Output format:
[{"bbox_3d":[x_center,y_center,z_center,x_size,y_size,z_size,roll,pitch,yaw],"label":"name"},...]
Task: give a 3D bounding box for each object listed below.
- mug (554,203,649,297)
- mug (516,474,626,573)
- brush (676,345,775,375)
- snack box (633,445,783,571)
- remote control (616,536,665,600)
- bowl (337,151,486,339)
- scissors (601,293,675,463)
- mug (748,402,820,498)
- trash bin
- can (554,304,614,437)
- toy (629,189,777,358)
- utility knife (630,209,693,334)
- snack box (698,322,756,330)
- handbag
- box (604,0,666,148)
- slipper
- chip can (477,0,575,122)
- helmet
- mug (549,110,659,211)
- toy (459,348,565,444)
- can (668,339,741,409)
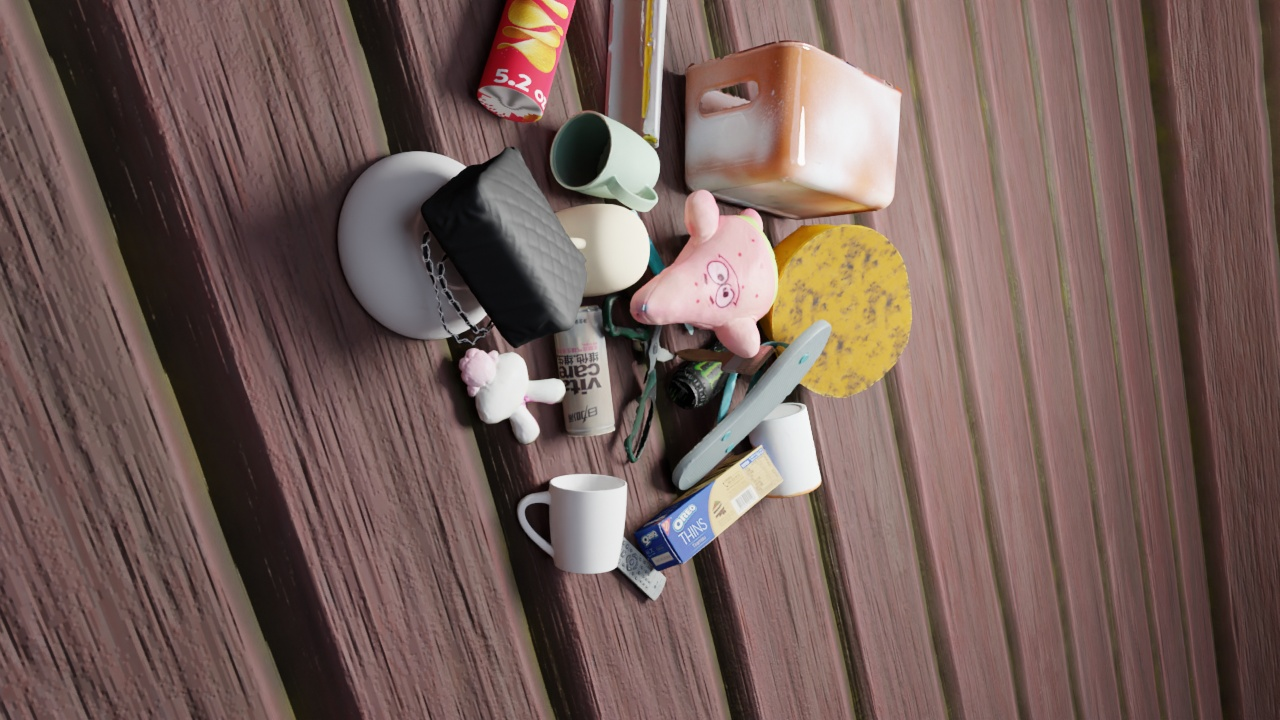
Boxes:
[{"bbox_3d":[-0.052,-0.117,0.956,0.120,0.100,0.096,-1,90,-44],"label":"mug"},{"bbox_3d":[-0.072,0.170,0.958,0.114,0.081,0.087,1,95,-13],"label":"mug"},{"bbox_3d":[0.091,-0.005,1.064,0.045,0.143,0.008,-46,119,-25],"label":"brush"},{"bbox_3d":[0.084,0.174,1.106,0.206,0.056,0.057,-30,88,-40],"label":"snack box"},{"bbox_3d":[-0.016,0.227,1.046,0.136,0.013,0.033,50,57,-32],"label":"remote control"},{"bbox_3d":[-0.185,-0.108,0.850,0.176,0.066,0.176,1,88,-44],"label":"bowl"},{"bbox_3d":[-0.006,0.006,1.021,0.203,0.015,0.201,36,65,-61],"label":"scissors"},{"bbox_3d":[0.186,0.117,1.198,0.082,0.082,0.105,-21,103,-43],"label":"mug"},{"bbox_3d":[0.189,-0.272,1.142,0.259,0.182,0.157,5,87,-45],"label":"trash bin"},{"bbox_3d":[-0.061,0.010,0.978,0.054,0.054,0.135,-11,97,-44],"label":"can"},{"bbox_3d":[0.079,-0.090,1.011,0.236,0.097,0.192,-25,98,-41],"label":"toy"},{"bbox_3d":[0.024,-0.101,1.089,0.022,0.015,0.176,-46,118,-35],"label":"utility knife"},{"bbox_3d":[0.102,-0.101,1.127,0.072,0.072,0.121,-8,95,-44],"label":"snack box"},{"bbox_3d":[-0.126,-0.099,0.818,0.154,0.115,0.124,56,31,-24],"label":"handbag"},{"bbox_3d":[0.002,-0.349,1.053,0.067,0.070,0.210,8,84,-64],"label":"box"},{"bbox_3d":[0.128,0.048,1.120,0.268,0.055,0.098,-47,153,-3],"label":"slipper"},{"bbox_3d":[-0.103,-0.355,0.932,0.069,0.069,0.220,26,72,-41],"label":"chip can"},{"bbox_3d":[0.234,-0.084,1.213,0.205,0.131,0.255,-40,127,-2],"label":"helmet"},{"bbox_3d":[-0.025,-0.203,0.984,0.103,0.084,0.111,6,44,-54],"label":"mug"},{"bbox_3d":[-0.134,0.030,0.919,0.122,0.038,0.079,41,74,-37],"label":"toy"},{"bbox_3d":[0.093,0.009,1.128,0.137,0.054,0.054,-36,113,-39],"label":"can"}]
